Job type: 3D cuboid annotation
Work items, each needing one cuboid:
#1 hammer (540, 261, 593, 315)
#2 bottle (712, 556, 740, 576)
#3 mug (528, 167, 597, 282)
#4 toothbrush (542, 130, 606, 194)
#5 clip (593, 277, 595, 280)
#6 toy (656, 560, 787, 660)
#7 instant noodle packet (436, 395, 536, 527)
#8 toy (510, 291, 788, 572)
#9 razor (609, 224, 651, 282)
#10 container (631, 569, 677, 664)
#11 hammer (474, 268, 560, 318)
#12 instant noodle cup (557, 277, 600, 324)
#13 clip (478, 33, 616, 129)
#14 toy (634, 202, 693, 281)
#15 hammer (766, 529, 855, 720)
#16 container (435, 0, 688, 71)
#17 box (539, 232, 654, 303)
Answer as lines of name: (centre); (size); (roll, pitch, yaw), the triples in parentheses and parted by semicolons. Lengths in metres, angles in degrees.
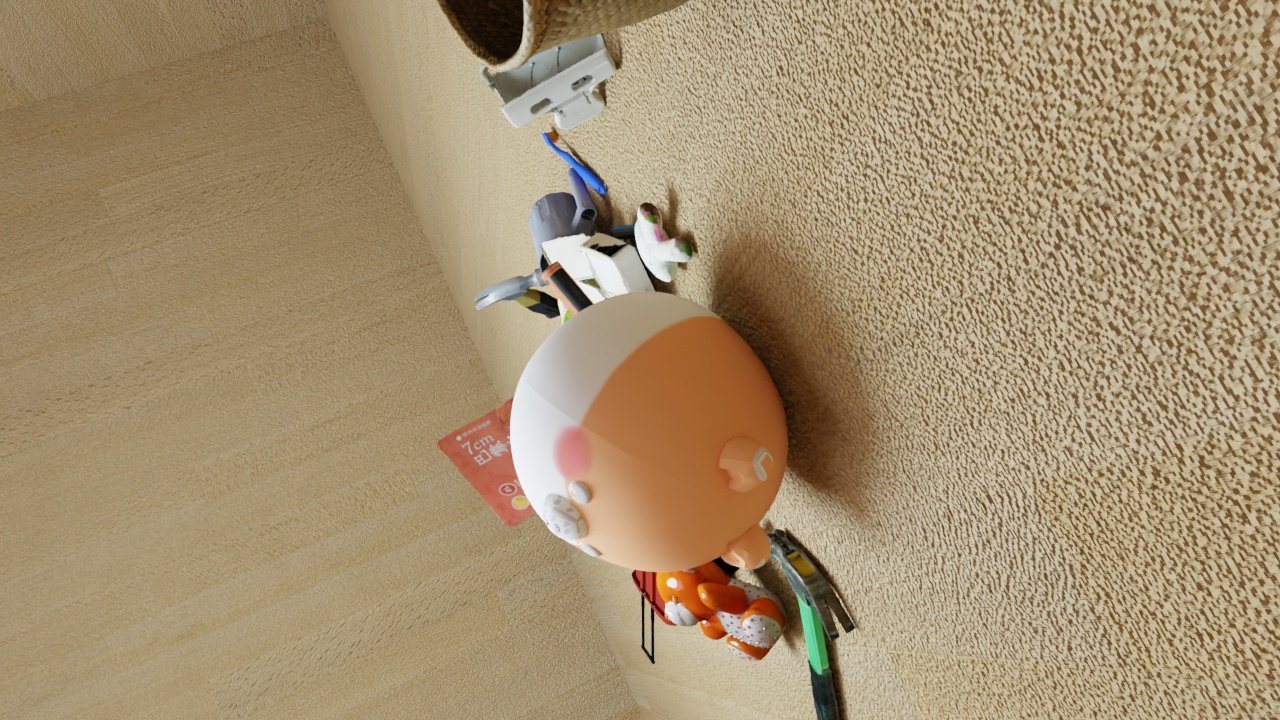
hammer: (-0.007, 0.006, 1.100); (0.314, 0.035, 0.138); (50, 162, -1)
bottle: (0.118, 0.231, 1.137); (0.045, 0.045, 0.185); (62, 164, 18)
mug: (-0.094, -0.177, 1.199); (0.104, 0.083, 0.124); (-109, 33, -45)
toothbrush: (-0.085, -0.258, 1.187); (0.182, 0.018, 0.016); (48, 156, 43)
clip: (-0.046, -0.116, 1.207); (0.061, 0.041, 0.024); (-153, 40, -75)
toy: (0.093, 0.301, 1.131); (0.172, 0.092, 0.164); (28, 158, 15)
instant noodle packet: (-0.113, 0.103, 1.119); (0.164, 0.220, 0.084); (41, 138, 31)
toy: (0.012, 0.078, 0.880); (0.281, 0.265, 0.263); (32, 144, 35)
razor: (0.004, -0.099, 1.103); (0.043, 0.022, 0.144); (-1, 123, 30)
container: (0.058, 0.325, 1.324); (0.148, 0.127, 0.201); (-143, 43, -60)
hammer: (-0.160, -0.091, 1.382); (0.333, 0.118, 0.025); (18, -127, -84)
instant noodle cup: (-0.071, -0.070, 1.271); (0.108, 0.099, 0.099); (-125, 18, -61)
clip: (-0.082, -0.282, 0.958); (0.095, 0.126, 0.152); (69, -170, 25)
toy: (0.018, -0.121, 0.987); (0.079, 0.038, 0.123); (54, 167, 8)
hammer: (0.204, 0.346, 1.046); (0.130, 0.032, 0.319); (43, 153, 55)
container: (-0.065, -0.368, 0.618); (0.307, 0.196, 0.308); (56, 161, 30)
box: (-0.041, -0.084, 1.109); (0.184, 0.050, 0.143); (27, 149, 55)
